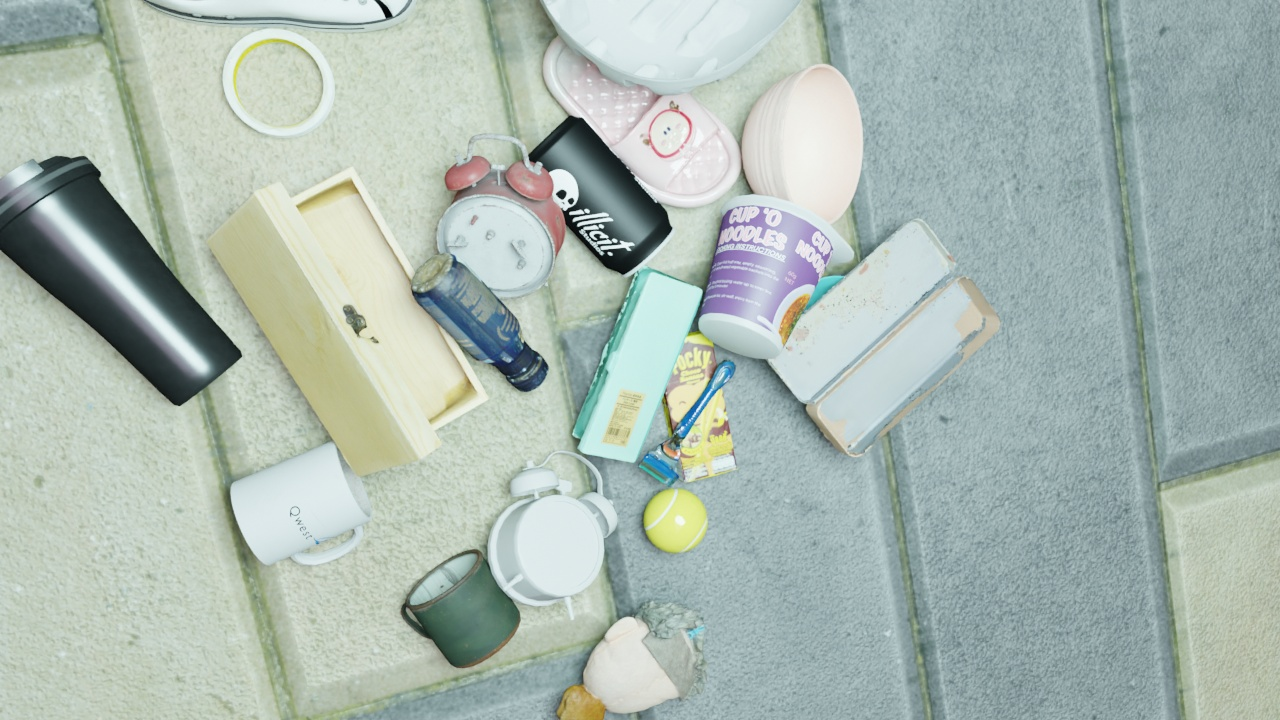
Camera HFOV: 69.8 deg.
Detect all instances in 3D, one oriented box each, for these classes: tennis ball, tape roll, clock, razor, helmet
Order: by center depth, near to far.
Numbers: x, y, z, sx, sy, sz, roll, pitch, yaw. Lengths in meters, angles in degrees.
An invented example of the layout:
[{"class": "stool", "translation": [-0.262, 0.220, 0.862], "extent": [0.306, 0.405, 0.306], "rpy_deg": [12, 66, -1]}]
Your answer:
[{"class": "helmet", "translation": [0.033, -0.350, 0.801], "extent": [0.224, 0.184, 0.281], "rpy_deg": [30, 62, 2]}, {"class": "clock", "translation": [-0.127, -0.127, 0.828], "extent": [0.110, 0.061, 0.157], "rpy_deg": [7, 129, 5]}, {"class": "tape roll", "translation": [-0.327, -0.250, 0.832], "extent": [0.094, 0.019, 0.094], "rpy_deg": [-1, 97, -12]}, {"class": "clock", "translation": [-0.085, 0.165, 0.898], "extent": [0.120, 0.061, 0.158], "rpy_deg": [31, 57, -24]}, {"class": "razor", "translation": [0.053, 0.059, 0.921], "extent": [0.044, 0.018, 0.141], "rpy_deg": [37, 84, -15]}, {"class": "tennis ball", "translation": [0.036, 0.163, 0.932], "extent": [0.065, 0.065, 0.065], "rpy_deg": [-1, 96, -12]}]

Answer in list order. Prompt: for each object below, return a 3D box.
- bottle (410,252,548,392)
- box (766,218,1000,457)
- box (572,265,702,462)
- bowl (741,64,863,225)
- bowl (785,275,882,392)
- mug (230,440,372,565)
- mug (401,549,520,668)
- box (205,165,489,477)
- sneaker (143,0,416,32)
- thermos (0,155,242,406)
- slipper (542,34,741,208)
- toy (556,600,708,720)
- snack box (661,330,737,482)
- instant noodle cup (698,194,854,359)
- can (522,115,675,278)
[{"class": "bottle", "translation": [-0.144, -0.031, 0.851], "extent": [0.056, 0.056, 0.161], "rpy_deg": [-44, 129, -5]}, {"class": "box", "translation": [0.244, -0.024, 0.926], "extent": [0.216, 0.043, 0.151], "rpy_deg": [-42, 106, -5]}, {"class": "box", "translation": [-0.004, 0.006, 0.880], "extent": [0.077, 0.080, 0.189], "rpy_deg": [24, 98, 6]}, {"class": "bowl", "translation": [0.149, -0.208, 0.900], "extent": [0.152, 0.076, 0.153], "rpy_deg": [-11, 105, -46]}, {"class": "bowl", "translation": [0.194, -0.027, 0.956], "extent": [0.121, 0.046, 0.121], "rpy_deg": [-1, 96, -12]}, {"class": "mug", "translation": [-0.305, 0.143, 0.854], "extent": [0.096, 0.083, 0.120], "rpy_deg": [-23, 129, -9]}, {"class": "mug", "translation": [-0.180, 0.246, 0.891], "extent": [0.111, 0.084, 0.081], "rpy_deg": [-25, 104, 23]}, {"class": "box", "translation": [-0.262, -0.030, 0.817], "extent": [0.142, 0.184, 0.248], "rpy_deg": [-27, 100, 13]}, {"class": "sneaker", "translation": [-0.316, -0.340, 0.784], "extent": [0.245, 0.097, 0.091], "rpy_deg": [0, 96, -12]}, {"class": "thermos", "translation": [-0.447, -0.064, 0.788], "extent": [0.105, 0.106, 0.218], "rpy_deg": [-39, 107, -6]}, {"class": "slipper", "translation": [0.001, -0.234, 0.888], "extent": [0.221, 0.056, 0.107], "rpy_deg": [38, 89, -12]}, {"class": "toy", "translation": [-0.008, 0.314, 0.935], "extent": [0.175, 0.076, 0.133], "rpy_deg": [-30, 117, -10]}, {"class": "snack box", "translation": [0.055, 0.047, 0.944], "extent": [0.061, 0.025, 0.149], "rpy_deg": [-13, 99, -11]}, {"class": "instant noodle cup", "translation": [0.121, -0.071, 0.879], "extent": [0.137, 0.122, 0.121], "rpy_deg": [21, 75, 4]}, {"class": "can", "translation": [-0.041, -0.155, 0.873], "extent": [0.080, 0.080, 0.146], "rpy_deg": [-45, 103, -5]}]
